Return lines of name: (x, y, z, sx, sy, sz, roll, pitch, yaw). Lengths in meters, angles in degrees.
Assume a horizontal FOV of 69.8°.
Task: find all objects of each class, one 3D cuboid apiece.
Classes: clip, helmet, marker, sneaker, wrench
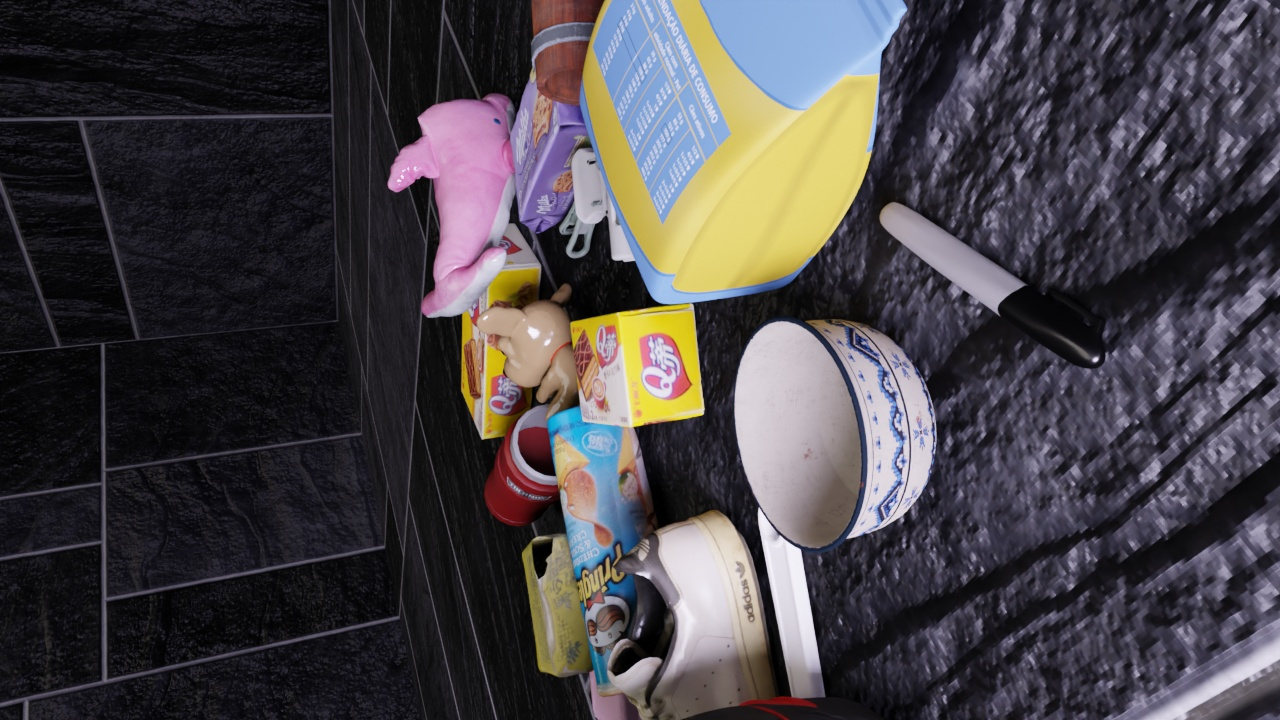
clip: (-0.052, -0.125, 0.820, 0.075, 0.023, 0.035, 120, 138, -53)
helmet: (0.033, 0.287, 0.504, 0.265, 0.169, 0.164, 113, 145, -48)
clip: (0.001, -0.135, 0.668, 0.151, 0.091, 0.126, -154, 60, -80)
marker: (0.145, -0.038, 0.390, 0.022, 0.016, 0.138, -53, 39, 16)
sneaker: (0.032, 0.229, 0.623, 0.089, 0.102, 0.241, 180, 82, -67)
wrench: (0.105, 0.218, 0.560, 0.066, 0.018, 0.273, 153, 109, -66)

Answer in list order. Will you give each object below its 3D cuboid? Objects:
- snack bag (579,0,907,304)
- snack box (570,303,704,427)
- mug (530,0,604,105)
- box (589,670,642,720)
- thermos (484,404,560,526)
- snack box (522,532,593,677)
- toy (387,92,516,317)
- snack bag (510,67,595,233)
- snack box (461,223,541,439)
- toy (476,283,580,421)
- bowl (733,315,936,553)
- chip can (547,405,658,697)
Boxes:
snack bag: (0.050, -0.148, 0.460, 0.206, 0.102, 0.159, 118, 138, -57)
snack box: (-0.004, 0.004, 0.693, 0.106, 0.061, 0.083, 176, 87, -67)
mug: (-0.027, -0.252, 0.652, 0.118, 0.081, 0.111, -6, 80, 32)
box: (-0.039, 0.238, 0.872, 0.155, 0.044, 0.201, 179, 85, -68)
thermos: (-0.107, 0.103, 0.956, 0.199, 0.084, 0.107, 128, 164, -62)
snack box: (-0.075, 0.223, 0.836, 0.181, 0.045, 0.121, 121, 140, -71)
toy: (-0.190, -0.176, 0.942, 0.187, 0.127, 0.265, -24, 54, 47)
snack bag: (-0.069, -0.194, 0.795, 0.206, 0.058, 0.096, 137, 127, -67)
snack box: (-0.165, -0.033, 1.063, 0.110, 0.061, 0.231, -124, 34, -48)
toy: (-0.082, -0.004, 0.849, 0.108, 0.133, 0.106, 48, 124, 11)
bowl: (0.100, 0.032, 0.457, 0.116, 0.059, 0.115, 172, 90, -67)
chip can: (-0.020, 0.151, 0.755, 0.080, 0.079, 0.229, 138, 122, -63)
